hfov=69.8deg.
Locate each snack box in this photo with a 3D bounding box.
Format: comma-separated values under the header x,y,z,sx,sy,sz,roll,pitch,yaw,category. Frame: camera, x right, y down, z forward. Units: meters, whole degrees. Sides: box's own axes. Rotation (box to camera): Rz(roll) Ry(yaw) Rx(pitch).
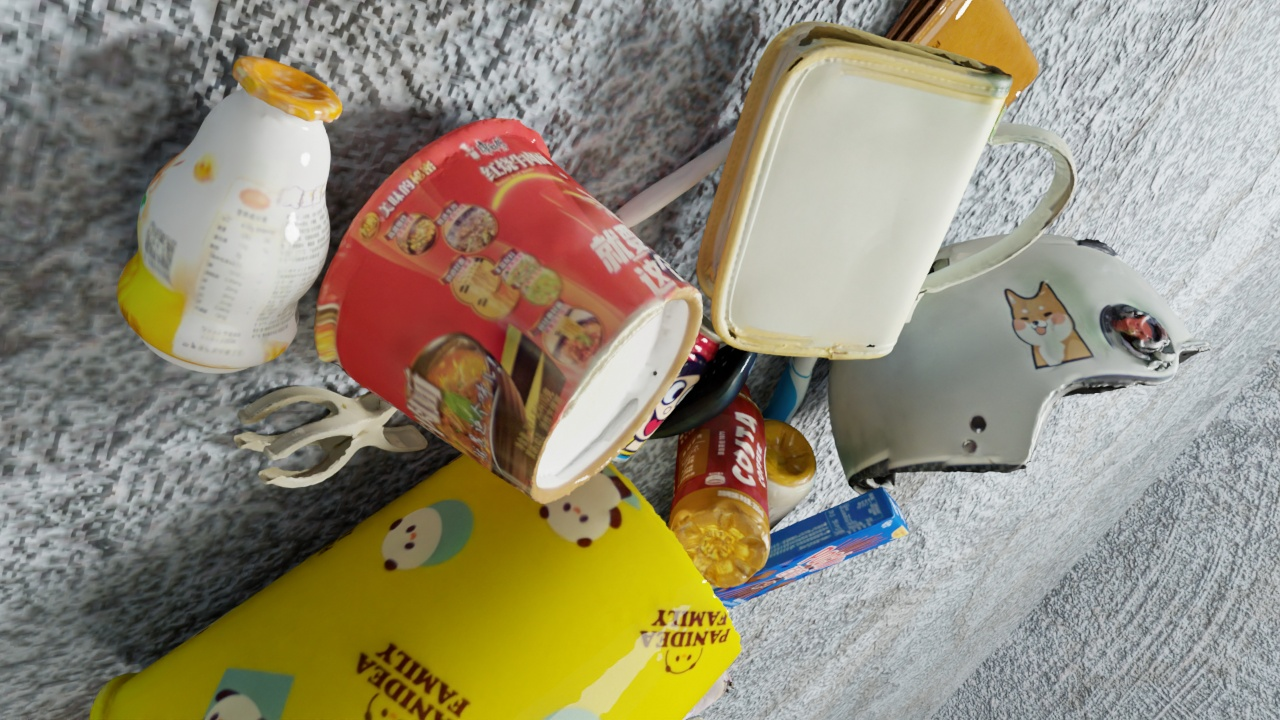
x,y,z,sx,sy,sz,roll,pitch,yaw,category
0.119,0.143,0.686,0.157,0.026,0.084,-26,154,14,snack box

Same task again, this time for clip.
x,y,z,sx,sy,sz,roll,pitch,yaw,category
-0.143,0.032,0.448,0.099,0.034,0.071,-17,140,-46,clip

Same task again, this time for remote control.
x,y,z,sx,sy,sz,roll,pitch,yaw,category
0.035,0.021,0.559,0.053,0.024,0.137,-58,-167,-28,remote control

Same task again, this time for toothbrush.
x,y,z,sx,sy,sz,roll,pitch,yaw,category
0.056,-0.123,0.491,0.180,0.016,0.016,-36,139,-10,toothbrush

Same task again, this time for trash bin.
x,y,z,sx,sy,sz,roll,pitch,yaw,category
-0.100,0.173,0.493,0.254,0.229,0.230,-39,147,-16,trash bin

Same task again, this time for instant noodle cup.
x,y,z,sx,sy,sz,roll,pitch,yaw,category
-0.046,-0.016,0.387,0.137,0.108,0.138,-47,163,-20,instant noodle cup

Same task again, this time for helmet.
x,y,z,sx,sy,sz,roll,pitch,yaw,category
0.254,-0.012,0.679,0.273,0.157,0.230,-24,173,-14,helmet

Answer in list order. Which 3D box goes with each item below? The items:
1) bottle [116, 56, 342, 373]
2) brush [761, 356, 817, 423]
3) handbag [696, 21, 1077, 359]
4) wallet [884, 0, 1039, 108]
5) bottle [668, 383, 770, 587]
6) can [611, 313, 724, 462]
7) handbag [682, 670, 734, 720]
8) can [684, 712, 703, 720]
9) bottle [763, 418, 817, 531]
x,y,z,sx,sy,sz,roll,pitch,yaw,category
-0.141,-0.050,0.324,0.063,0.063,0.109,2,127,-48,bottle
0.111,-0.019,0.629,0.109,0.060,0.315,1,139,-33,brush
0.130,-0.080,0.481,0.178,0.063,0.164,7,123,-12,handbag
0.181,-0.165,0.561,0.130,0.035,0.119,19,110,-51,wallet
0.051,0.065,0.576,0.057,0.174,0.057,3,117,5,bottle
-0.003,0.003,0.525,0.094,0.066,0.066,-50,146,10,can
-0.044,0.240,0.692,0.193,0.134,0.076,-21,141,-28,handbag
-0.003,0.306,0.830,0.075,0.111,0.075,-27,144,-22,can
0.068,0.117,0.713,0.067,0.068,0.190,-17,154,-33,bottle
